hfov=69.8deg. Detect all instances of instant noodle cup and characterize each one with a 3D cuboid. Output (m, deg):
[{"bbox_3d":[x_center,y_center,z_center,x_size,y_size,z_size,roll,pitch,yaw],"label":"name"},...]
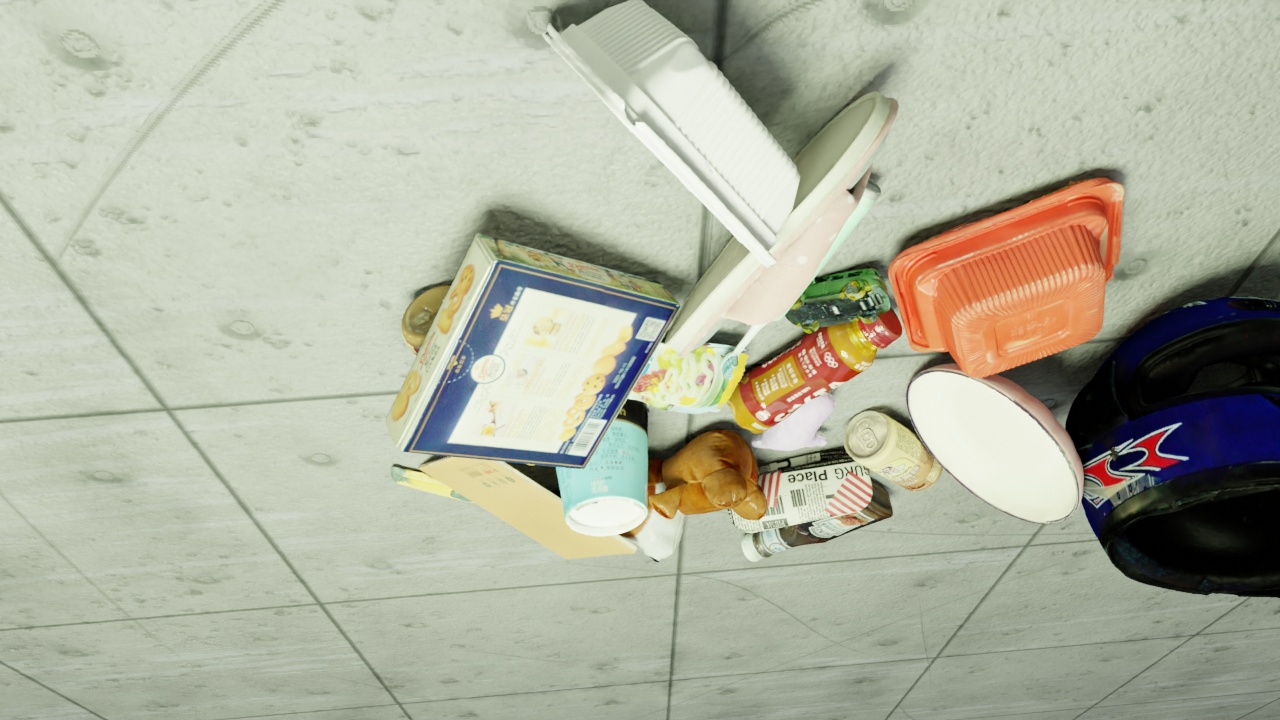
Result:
[{"bbox_3d":[-0.039,0.102,0.897,0.111,0.120,0.111,-4,144,-3],"label":"instant noodle cup"},{"bbox_3d":[0.030,-0.147,0.566,0.060,0.138,0.173,-43,134,9],"label":"instant noodle cup"},{"bbox_3d":[0.314,-0.056,0.763,0.189,0.079,0.164,-22,145,14],"label":"instant noodle cup"}]

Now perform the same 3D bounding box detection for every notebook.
[{"bbox_3d":[-0.121,0.155,0.969,0.207,0.008,0.148,36,149,-22],"label":"notebook"}]

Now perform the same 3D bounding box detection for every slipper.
[{"bbox_3d":[0.103,-0.083,0.675,0.054,0.113,0.275,32,137,-9],"label":"slipper"}]

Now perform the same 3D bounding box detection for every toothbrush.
[{"bbox_3d":[0.122,-0.062,0.754,0.026,0.027,0.225,16,134,-20],"label":"toothbrush"}]

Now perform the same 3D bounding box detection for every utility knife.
[{"bbox_3d":[-0.192,0.149,1.036,0.198,0.021,0.031,17,138,-36],"label":"utility knife"}]

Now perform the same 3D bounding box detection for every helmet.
[{"bbox_3d":[0.525,0.061,0.809,0.247,0.239,0.316,11,155,8],"label":"helmet"}]

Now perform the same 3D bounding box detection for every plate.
[{"bbox_3d":[0.348,0.074,0.892,0.039,0.192,0.193,-39,148,-17],"label":"plate"}]

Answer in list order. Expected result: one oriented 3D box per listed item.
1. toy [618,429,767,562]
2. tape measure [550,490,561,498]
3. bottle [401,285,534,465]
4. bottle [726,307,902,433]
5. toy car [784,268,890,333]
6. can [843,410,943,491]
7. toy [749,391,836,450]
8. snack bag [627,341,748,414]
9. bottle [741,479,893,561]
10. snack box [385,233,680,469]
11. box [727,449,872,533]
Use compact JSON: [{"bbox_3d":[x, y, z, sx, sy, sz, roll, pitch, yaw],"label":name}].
[{"bbox_3d":[0.032,0.149,0.984,0.200,0.130,0.140,-11,157,22],"label":"toy"},{"bbox_3d":[-0.098,0.180,1.059,0.057,0.039,0.057,24,123,-38],"label":"tape measure"},{"bbox_3d":[-0.134,0.026,0.811,0.065,0.065,0.219,-14,139,11],"label":"bottle"},{"bbox_3d":[0.158,0.005,0.843,0.057,0.057,0.175,23,135,-34],"label":"bottle"},{"bbox_3d":[0.166,-0.052,0.781,0.091,0.036,0.043,-12,142,28],"label":"toy car"},{"bbox_3d":[0.274,0.099,0.990,0.059,0.058,0.116,-32,137,32],"label":"can"},{"bbox_3d":[0.163,0.062,0.939,0.084,0.038,0.108,-1,144,-7],"label":"toy"},{"bbox_3d":[-0.005,0.005,0.840,0.191,0.038,0.111,10,144,-17],"label":"snack bag"},{"bbox_3d":[0.212,0.202,1.140,0.195,0.044,0.080,-31,137,32],"label":"bottle"},{"bbox_3d":[-0.084,0.002,0.737,0.182,0.045,0.178,12,119,-39],"label":"snack box"},{"bbox_3d":[0.177,0.150,1.026,0.163,0.087,0.076,-12,129,14],"label":"box"}]
